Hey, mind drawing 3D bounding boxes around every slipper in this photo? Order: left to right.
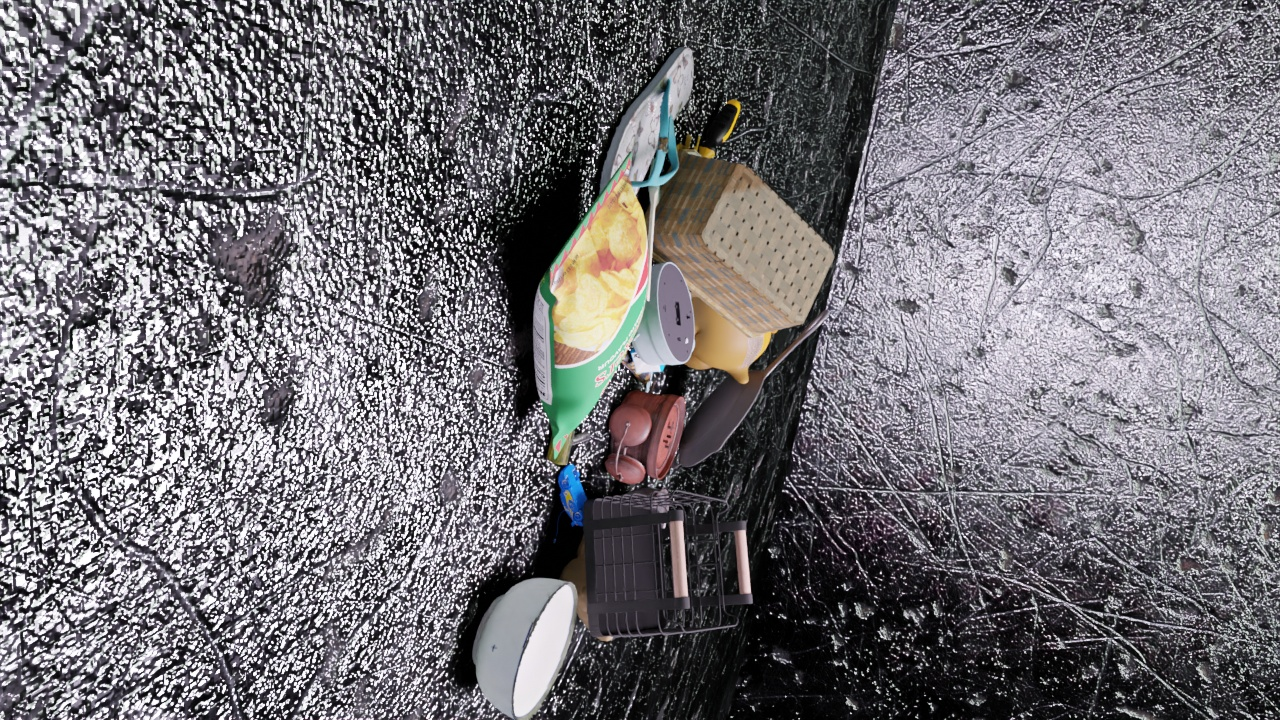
[{"bbox_3d":[0.023,-0.263,1.031,0.098,0.055,0.268,78,30,-52],"label":"slipper"}]

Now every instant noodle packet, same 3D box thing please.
[{"bbox_3d":[-0.048,-0.052,0.918,0.253,0.090,0.195,94,17,-45],"label":"instant noodle packet"}]

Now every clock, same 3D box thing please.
[{"bbox_3d":[0.004,0.103,1.253,0.157,0.072,0.121,-47,148,-58],"label":"clock"},{"bbox_3d":[0.029,-0.053,1.115,0.159,0.045,0.122,13,72,-67],"label":"clock"}]

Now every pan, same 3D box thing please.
[{"bbox_3d":[0.160,0.042,1.429,0.355,0.024,0.216,-46,-170,20],"label":"pan"}]

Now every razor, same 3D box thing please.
[{"bbox_3d":[-0.079,0.093,1.075,0.105,0.026,0.042,-6,109,-76],"label":"razor"}]

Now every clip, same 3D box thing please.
[{"bbox_3d":[0.055,-0.271,1.196,0.047,0.039,0.053,-23,128,-74],"label":"clip"}]

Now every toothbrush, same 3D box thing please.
[{"bbox_3d":[0.093,-0.291,1.269,0.196,0.031,0.031,-61,164,-25],"label":"toothbrush"}]

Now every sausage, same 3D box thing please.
[{"bbox_3d":[-0.007,0.007,1.225,0.155,0.020,0.020,48,59,-70],"label":"sausage"}]

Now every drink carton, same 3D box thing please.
[{"bbox_3d":[0.021,-0.032,1.206,0.128,0.044,0.039,-68,149,-53],"label":"drink carton"}]

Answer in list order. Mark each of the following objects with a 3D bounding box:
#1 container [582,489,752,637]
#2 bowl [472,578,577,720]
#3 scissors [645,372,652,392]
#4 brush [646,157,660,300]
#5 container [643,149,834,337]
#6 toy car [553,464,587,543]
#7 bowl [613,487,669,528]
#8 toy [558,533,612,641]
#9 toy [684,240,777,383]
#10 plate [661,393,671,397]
[{"bbox_3d":[0.037,0.252,1.134,0.241,0.130,0.162,27,57,-62],"label":"container"},{"bbox_3d":[-0.132,0.306,1.004,0.153,0.073,0.153,17,89,-72],"label":"bowl"},{"bbox_3d":[0.022,-0.015,1.322,0.063,0.015,0.139,-40,149,-68],"label":"scissors"},{"bbox_3d":[0.013,-0.151,1.047,0.033,0.012,0.217,83,9,-51],"label":"brush"},{"bbox_3d":[0.105,-0.147,1.194,0.250,0.187,0.157,35,75,-33],"label":"container"},{"bbox_3d":[-0.095,0.175,1.110,0.092,0.062,0.033,70,25,-11],"label":"toy car"},{"bbox_3d":[-0.015,0.247,1.328,0.145,0.067,0.145,16,89,-73],"label":"bowl"},{"bbox_3d":[-0.064,0.305,1.194,0.133,0.106,0.108,-53,142,-42],"label":"toy"},{"bbox_3d":[0.127,-0.089,1.389,0.198,0.162,0.204,-16,127,-23],"label":"toy"},{"bbox_3d":[0.038,0.116,1.453,0.131,0.025,0.131,16,89,-73],"label":"plate"}]
